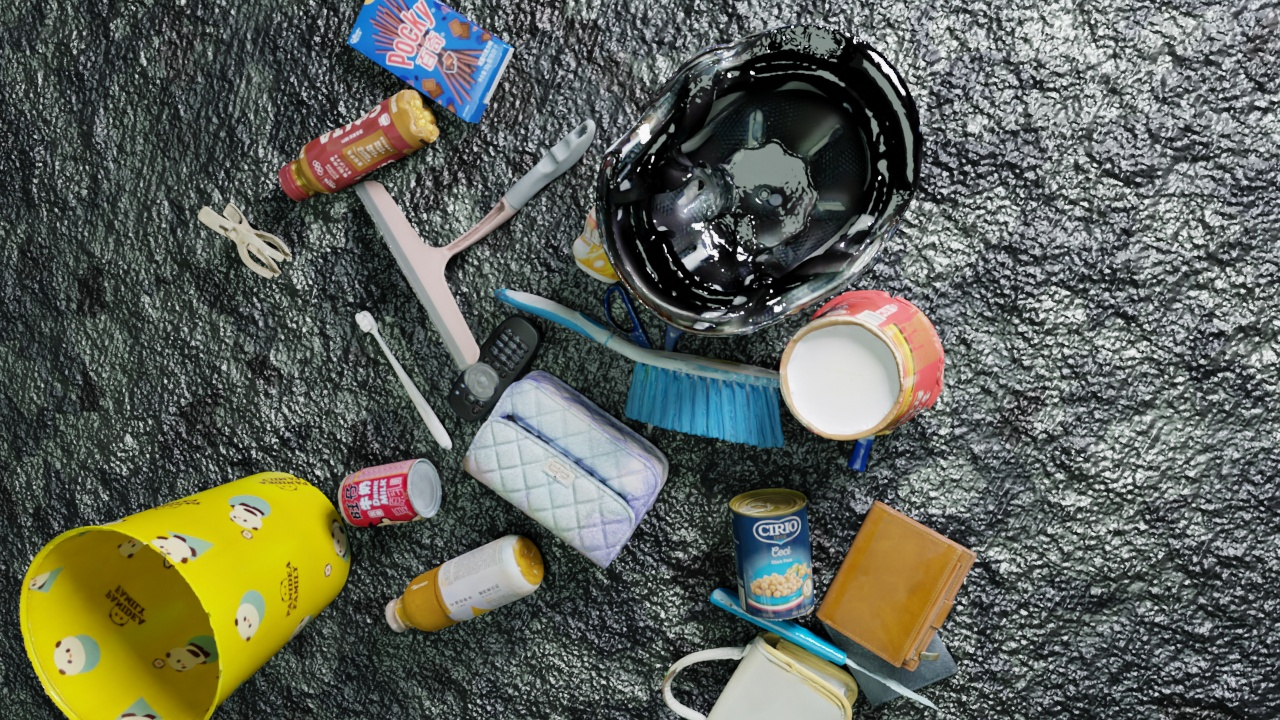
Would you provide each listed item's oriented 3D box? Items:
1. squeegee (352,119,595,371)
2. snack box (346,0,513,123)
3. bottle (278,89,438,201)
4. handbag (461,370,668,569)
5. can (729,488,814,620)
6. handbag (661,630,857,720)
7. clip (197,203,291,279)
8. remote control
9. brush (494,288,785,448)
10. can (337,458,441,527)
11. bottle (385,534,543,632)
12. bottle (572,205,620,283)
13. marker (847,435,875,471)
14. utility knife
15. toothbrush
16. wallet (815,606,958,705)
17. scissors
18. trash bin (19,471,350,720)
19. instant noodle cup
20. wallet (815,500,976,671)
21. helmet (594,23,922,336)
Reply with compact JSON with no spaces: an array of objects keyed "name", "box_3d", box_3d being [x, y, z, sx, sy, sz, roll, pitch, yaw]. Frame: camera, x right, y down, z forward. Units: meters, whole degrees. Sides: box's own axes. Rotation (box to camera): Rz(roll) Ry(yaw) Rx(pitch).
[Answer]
[{"name":"squeegee","box_3d":[-0.138,-0.156,0.927,0.250,0.040,0.247,-37,72,13]},{"name":"snack box","box_3d":[-0.212,-0.316,0.921,0.157,0.026,0.085,34,108,7]},{"name":"bottle","box_3d":[-0.295,-0.217,0.948,0.175,0.057,0.057,-22,94,19]},{"name":"handbag","box_3d":[-0.078,0.109,0.945,0.194,0.075,0.134,34,108,8]},{"name":"can","box_3d":[0.130,0.190,0.903,0.075,0.075,0.111,-4,100,16]},{"name":"handbag","box_3d":[0.115,0.353,0.949,0.179,0.063,0.163,30,109,13]},{"name":"clip","box_3d":[-0.435,-0.135,1.014,0.100,0.071,0.035,39,109,-2]},{"name":"remote control","box_3d":[-0.153,0.008,0.972,0.053,0.024,0.137,42,110,3]},{"name":"brush","box_3d":[-0.005,0.005,0.907,0.315,0.060,0.109,10,101,15]},{"name":"can","box_3d":[-0.276,0.147,1.012,0.094,0.066,0.066,-11,98,17]},{"name":"bottle","box_3d":[-0.197,0.252,1.010,0.190,0.068,0.068,-26,93,19]},{"name":"bottle","box_3d":[-0.020,-0.131,0.886,0.063,0.063,0.108,32,107,7]},{"name":"marker","box_3d":[0.228,0.037,0.876,0.017,0.016,0.146,18,105,11]},{"name":"utility knife","box_3d":[0.180,0.286,0.913,0.238,0.034,0.018,23,92,19]},{"name":"toothbrush","box_3d":[-0.260,0.023,1.008,0.016,0.016,0.180,-32,91,21]},{"name":"wallet","box_3d":[0.247,0.280,0.920,0.097,0.019,0.121,-29,94,18]},{"name":"scissors","box_3d":[0.014,-0.011,0.928,0.164,0.012,0.163,33,109,5]},{"name":"trash bin","box_3d":[-0.461,0.242,0.983,0.230,0.254,0.230,3,102,15]},{"name":"instant noodle cup","box_3d":[0.190,0.007,0.819,0.138,0.108,0.138,4,99,27]},{"name":"wallet","box_3d":[0.249,0.220,0.879,0.119,0.035,0.131,28,97,19]},{"name":"helmet","box_3d":[0.101,-0.146,0.802,0.274,0.156,0.230,-40,88,8]}]
